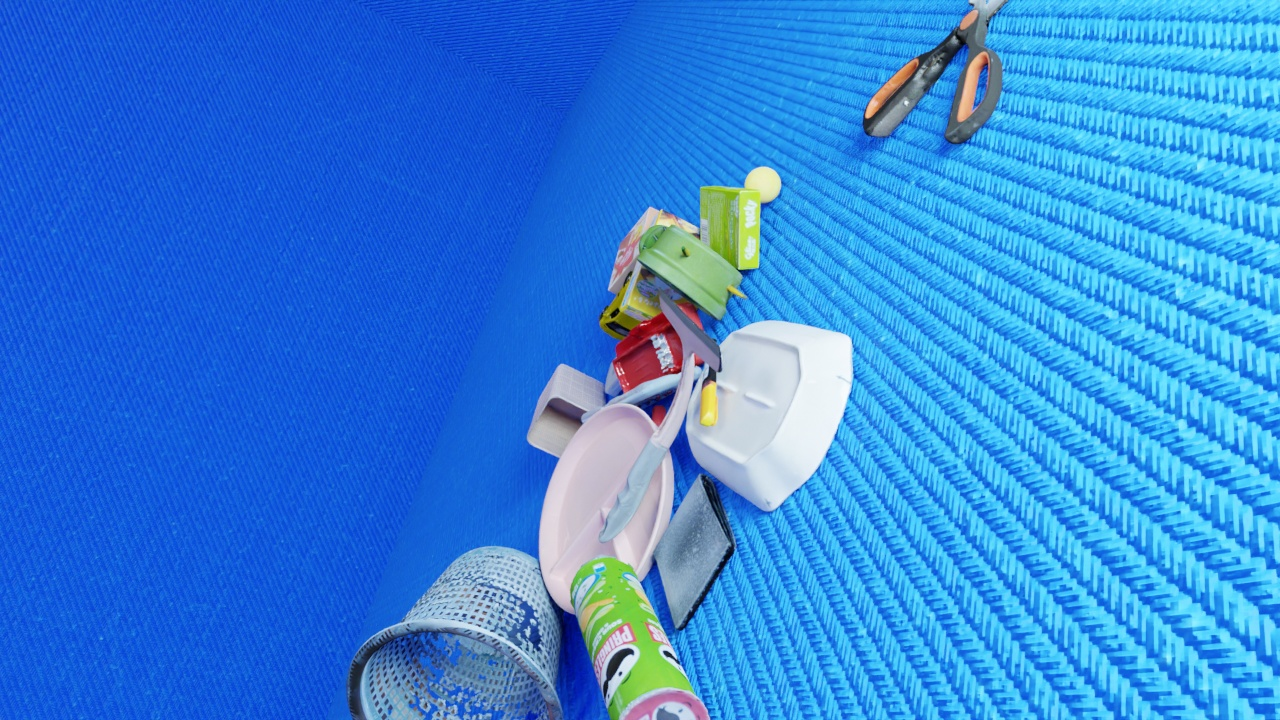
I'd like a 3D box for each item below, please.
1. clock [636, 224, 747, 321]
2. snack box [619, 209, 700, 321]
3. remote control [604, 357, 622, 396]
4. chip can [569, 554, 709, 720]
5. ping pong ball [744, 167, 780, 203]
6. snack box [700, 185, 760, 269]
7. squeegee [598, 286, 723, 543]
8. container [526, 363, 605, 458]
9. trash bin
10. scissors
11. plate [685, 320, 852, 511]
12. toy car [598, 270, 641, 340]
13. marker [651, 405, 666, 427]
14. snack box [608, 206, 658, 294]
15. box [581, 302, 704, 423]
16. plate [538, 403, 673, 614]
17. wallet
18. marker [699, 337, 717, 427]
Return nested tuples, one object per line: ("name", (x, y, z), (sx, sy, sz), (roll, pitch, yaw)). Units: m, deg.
("clock", (0.054, -0.103, 1.034), (0.056, 0.116, 0.161), (-52, 20, 2))
("snack box", (0.037, -0.107, 1.134), (0.034, 0.087, 0.140), (-26, 41, 66))
("remote control", (-0.004, -0.007, 1.237), (0.150, 0.021, 0.058), (-47, 24, 47))
("chip can", (-0.010, 0.246, 0.775), (0.072, 0.072, 0.236), (-63, 17, 5))
("ping pong ball", (0.138, -0.197, 1.032), (0.040, 0.040, 0.040), (-56, 18, 29))
("snack box", (0.101, -0.155, 1.054), (0.156, 0.026, 0.086), (-136, 43, -73))
("squeegee", (0.015, 0.072, 0.896), (0.247, 0.040, 0.250), (-123, 52, -70))
("container", (-0.101, 0.072, 1.314), (0.090, 0.090, 0.110), (-58, 14, 25))
("trash bin", (-0.174, 0.316, 1.004), (0.227, 0.226, 0.194), (-57, 5, 25))
("scissors", (0.266, -0.258, 0.759), (0.222, 0.021, 0.233), (-34, 33, 52))
("plate", (0.100, 0.035, 0.818), (0.162, 0.034, 0.266), (-65, 16, 1))
("toy car", (-0.008, -0.066, 1.250), (0.156, 0.071, 0.041), (-47, 20, 53))
("marker", (0.016, 0.105, 1.015), (0.017, 0.017, 0.145), (-52, 20, 38))
("snack box", (0.016, -0.138, 1.264), (0.093, 0.077, 0.094), (-45, 26, 50))
("box", (-0.006, 0.009, 1.072), (0.202, 0.100, 0.102), (-31, 75, 62))
("plate", (-0.038, 0.159, 0.988), (0.230, 0.028, 0.229), (-33, 48, 44))
("wallet", (0.047, 0.170, 0.823), (0.097, 0.019, 0.120), (-62, 17, 17))
("marker", (0.066, 0.018, 0.862), (0.018, 0.015, 0.123), (-56, 16, 35))
